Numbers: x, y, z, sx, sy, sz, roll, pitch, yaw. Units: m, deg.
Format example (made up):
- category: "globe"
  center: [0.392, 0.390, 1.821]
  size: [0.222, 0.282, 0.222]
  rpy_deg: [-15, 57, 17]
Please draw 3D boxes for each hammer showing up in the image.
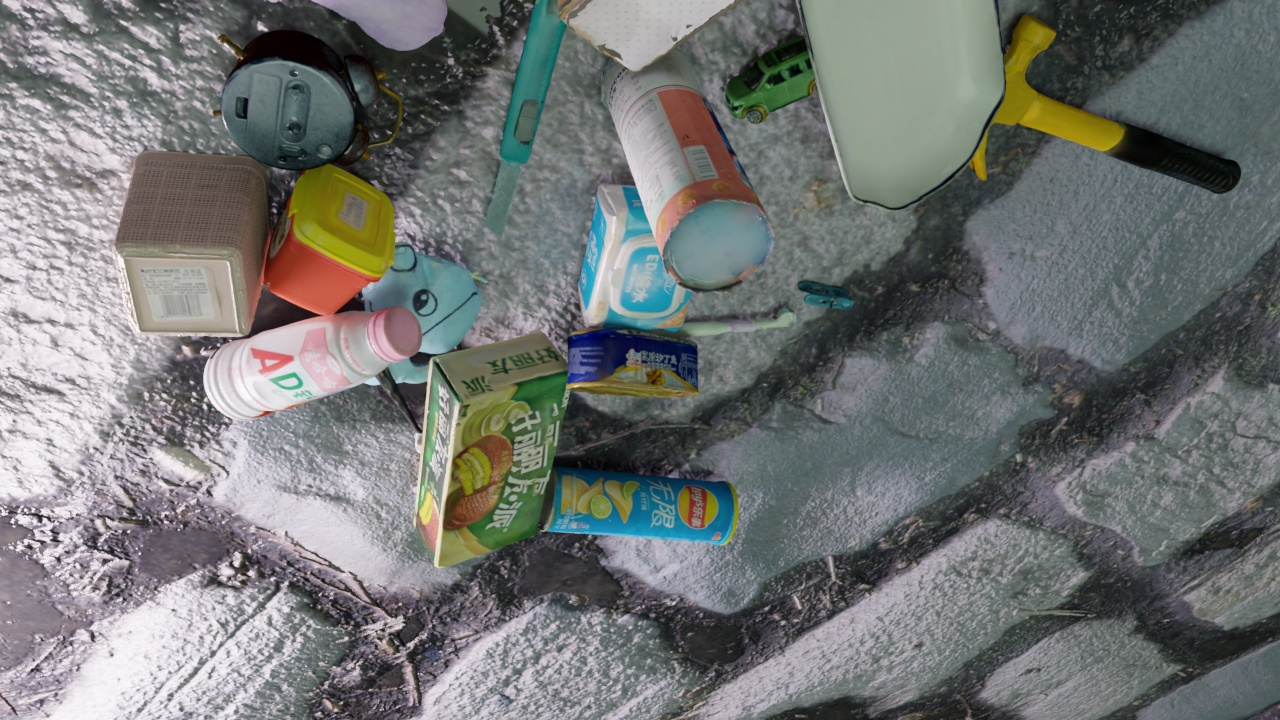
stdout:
- category: "hammer"
  center: [0.401, -0.191, 0.786]
  size: [0.300, 0.032, 0.129]
  rpy_deg: [10, 130, -22]

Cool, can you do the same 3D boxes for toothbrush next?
- category: "toothbrush"
  center: [-0.217, 0.039, 0.824]
  size: [0.015, 0.018, 0.181]
  rpy_deg: [-3, 148, 2]
- category: "toothbrush"
  center: [0.051, -0.032, 0.856]
  size: [0.189, 0.020, 0.029]
  rpy_deg: [-5, 166, -8]

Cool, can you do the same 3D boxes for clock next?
- category: "clock"
  center: [-0.224, -0.174, 0.623]
  size: [0.121, 0.055, 0.082]
  rpy_deg: [8, 130, -22]

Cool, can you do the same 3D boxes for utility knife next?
- category: "utility knife"
  center: [-0.085, -0.181, 0.681]
  size: [0.029, 0.013, 0.216]
  rpy_deg: [7, 131, -20]

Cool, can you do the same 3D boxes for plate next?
- category: "plate"
  center: [0.181, -0.233, 0.653]
  size: [0.162, 0.034, 0.266]
  rpy_deg: [-36, 130, -9]

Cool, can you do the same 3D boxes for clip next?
- category: "clip"
  center: [0.174, -0.060, 0.859]
  size: [0.056, 0.042, 0.014]
  rpy_deg: [8, 133, -22]

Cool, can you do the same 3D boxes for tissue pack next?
- category: "tissue pack"
  center: [0.003, -0.082, 0.763]
  size: [0.090, 0.063, 0.140]
  rpy_deg: [2, 132, -16]

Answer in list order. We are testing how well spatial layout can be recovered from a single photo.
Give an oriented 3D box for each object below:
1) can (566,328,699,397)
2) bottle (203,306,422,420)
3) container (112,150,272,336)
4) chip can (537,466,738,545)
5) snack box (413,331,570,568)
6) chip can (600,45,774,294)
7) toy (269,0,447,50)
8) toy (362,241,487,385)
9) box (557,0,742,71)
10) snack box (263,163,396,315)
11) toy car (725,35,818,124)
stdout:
- category: "can"
  center: [-0.005, 0.005, 0.815]
  size: [0.075, 0.049, 0.148]
  rpy_deg: [-6, 171, 40]
- category: "bottle"
  center: [-0.259, -0.002, 0.727]
  size: [0.197, 0.068, 0.068]
  rpy_deg: [-14, 139, 29]
- category: "container"
  center: [-0.315, -0.080, 0.650]
  size: [0.090, 0.110, 0.090]
  rpy_deg: [1, 132, -16]
- category: "chip can"
  center: [-0.003, 0.155, 0.983]
  size: [0.210, 0.071, 0.071]
  rpy_deg: [9, 130, -21]
- category: "snack box"
  center: [-0.144, 0.089, 0.865]
  size: [0.114, 0.063, 0.241]
  rpy_deg: [-15, 139, -33]
- category: "chip can"
  center: [0.025, -0.137, 0.611]
  size: [0.071, 0.214, 0.071]
  rpy_deg: [-7, 134, -8]
- category: "toy"
  center: [-0.177, -0.236, 0.589]
  size: [0.108, 0.038, 0.084]
  rpy_deg: [20, 142, -34]
- category: "toy"
  center: [-0.194, -0.034, 0.769]
  size: [0.156, 0.049, 0.161]
  rpy_deg: [-20, 142, 5]
- category: "box"
  center: [0.023, -0.254, 0.569]
  size: [0.185, 0.061, 0.089]
  rpy_deg: [-22, 155, 34]
- category: "snack box"
  center: [-0.232, -0.086, 0.682]
  size: [0.082, 0.091, 0.080]
  rpy_deg: [28, 127, -33]
- category: "toy car"
  center: [0.105, -0.211, 0.682]
  size: [0.091, 0.043, 0.036]
  rpy_deg: [-26, 135, 8]
